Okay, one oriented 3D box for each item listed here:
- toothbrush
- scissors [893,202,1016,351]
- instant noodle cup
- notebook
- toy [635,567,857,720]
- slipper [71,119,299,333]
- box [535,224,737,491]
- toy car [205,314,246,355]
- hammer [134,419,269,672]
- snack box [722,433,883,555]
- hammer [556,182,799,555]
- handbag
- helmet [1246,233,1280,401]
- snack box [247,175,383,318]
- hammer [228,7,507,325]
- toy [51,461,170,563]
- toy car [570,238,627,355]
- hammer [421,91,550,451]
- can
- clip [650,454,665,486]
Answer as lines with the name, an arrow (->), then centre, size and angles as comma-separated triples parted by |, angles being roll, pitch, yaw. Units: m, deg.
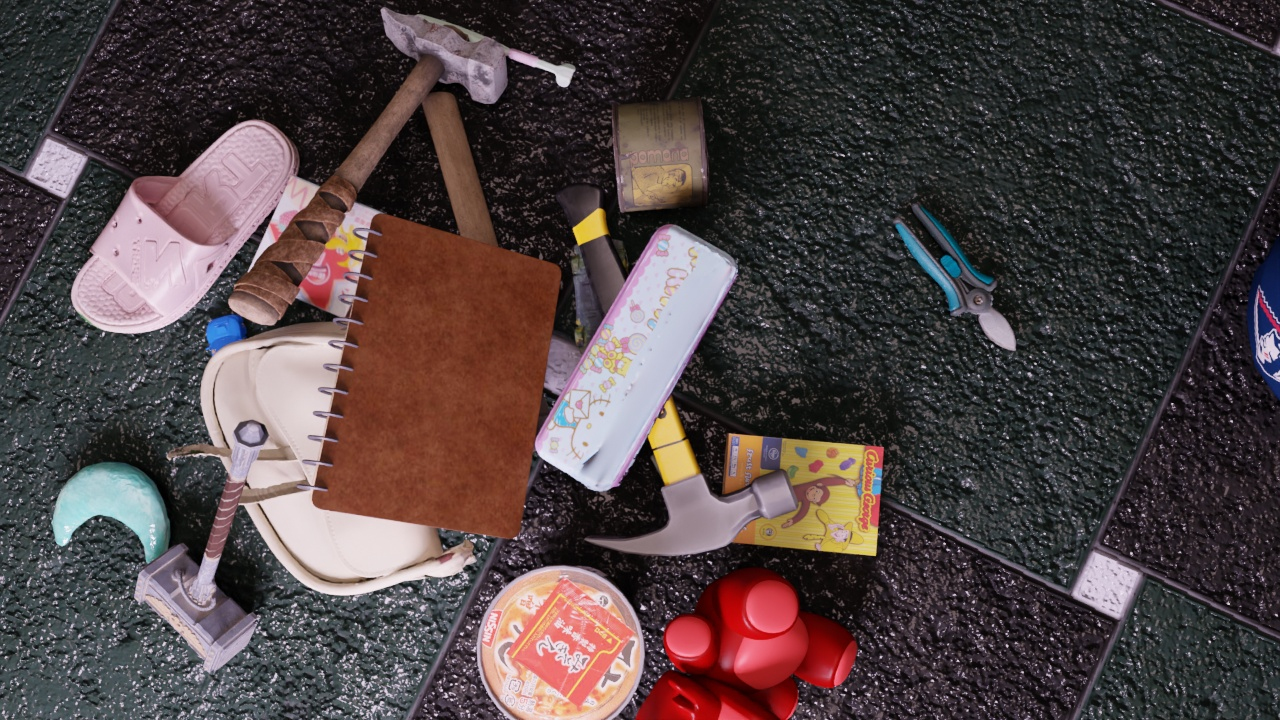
toothbrush -> -0.132, -0.280, 0.819 | 0.155, 0.015, 0.022 | 22, 85, 4
scissors -> 0.276, -0.074, 0.784 | 0.136, 0.019, 0.138 | 14, 86, 4
instant noodle cup -> -0.056, 0.216, 0.732 | 0.123, 0.122, 0.123 | 0, 86, 3
notebook -> -0.157, 0.013, 0.706 | 0.167, 0.024, 0.225 | 14, 75, -25
toy -> 0.069, 0.265, 0.715 | 0.158, 0.121, 0.197 | 43, 75, -38
slipper -> -0.401, -0.117, 0.799 | 0.094, 0.064, 0.239 | 44, 88, 4
box -> -0.003, -0.002, 0.723 | 0.076, 0.033, 0.214 | 30, 90, 11
toy car -> -0.362, 0.003, 0.790 | 0.033, 0.062, 0.092 | -15, 86, 2
hammer -> -0.315, 0.132, 0.685 | 0.098, 0.044, 0.323 | 43, 133, 4
snack box -> 0.133, 0.111, 0.769 | 0.126, 0.040, 0.088 | 5, 87, 3
hammer -> -0.004, 0.004, 0.754 | 0.170, 0.034, 0.324 | -21, 83, 6
handbag -> -0.250, 0.080, 0.726 | 0.184, 0.131, 0.229 | -16, 92, 20
helmet -> 0.557, -0.034, 0.661 | 0.271, 0.224, 0.232 | -2, 70, -27
snack box -> -0.260, -0.090, 0.781 | 0.093, 0.079, 0.094 | 24, 88, 4
hammer -> -0.225, -0.162, 0.740 | 0.121, 0.049, 0.318 | 22, 64, 7
toy -> -0.462, 0.130, 0.804 | 0.105, 0.033, 0.085 | 11, 98, 3
toy car -> -0.033, -0.053, 0.791 | 0.048, 0.033, 0.105 | -4, 85, 5
hammer -> -0.134, -0.080, 0.790 | 0.119, 0.031, 0.331 | -12, 77, -28
can -> 0.017, -0.172, 0.768 | 0.074, 0.090, 0.090 | -4, 86, 2
clip -> 0.035, 0.110, 0.784 | 0.044, 0.023, 0.076 | -23, 84, 3
